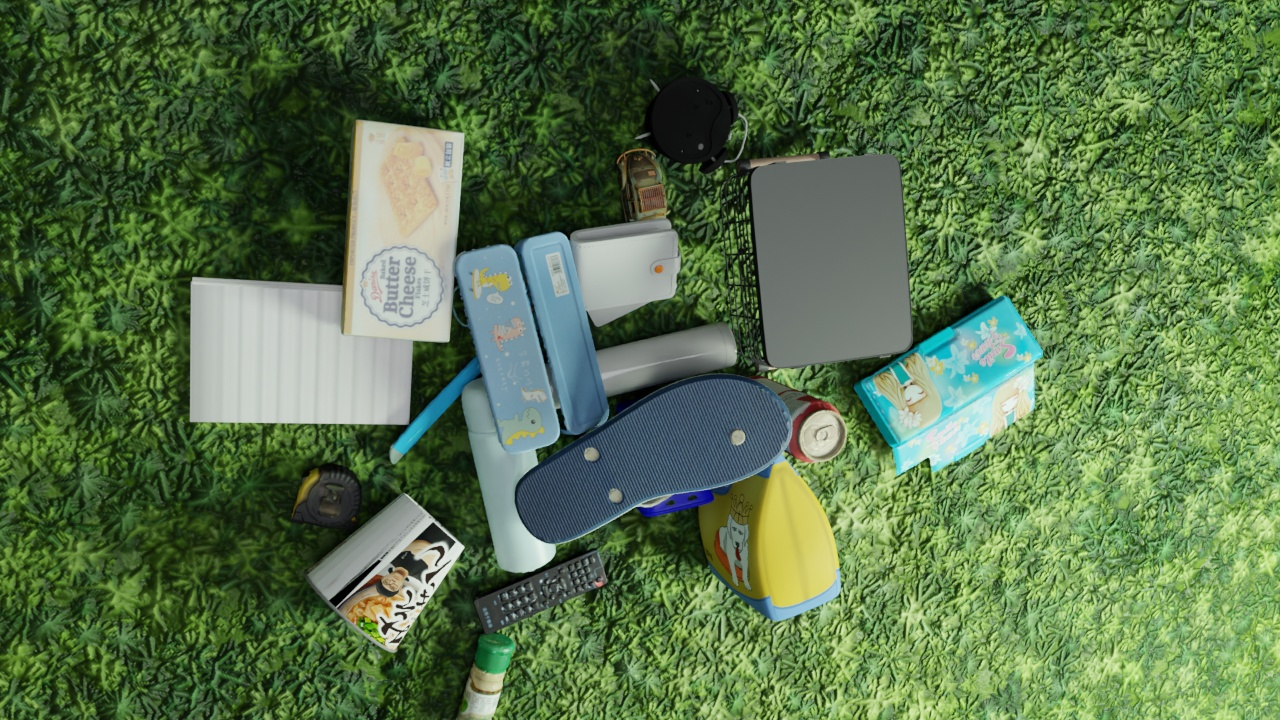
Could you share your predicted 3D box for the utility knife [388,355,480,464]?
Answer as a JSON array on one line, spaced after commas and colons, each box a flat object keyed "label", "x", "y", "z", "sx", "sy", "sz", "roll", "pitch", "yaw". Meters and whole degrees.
[{"label": "utility knife", "x": -0.206, "y": 0.041, "z": 0.970, "sx": 0.015, "sy": 0.031, "sz": 0.174, "roll": 42, "pitch": 83, "yaw": 21}]

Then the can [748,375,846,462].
[{"label": "can", "x": 0.159, "y": 0.063, "z": 1.009, "sx": 0.067, "sy": 0.170, "sz": 0.067, "roll": -4, "pitch": 101, "yaw": -19}]

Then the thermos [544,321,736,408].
[{"label": "thermos", "x": -0.006, "y": 0.006, "z": 1.009, "sx": 0.224, "sy": 0.052, "sz": 0.052, "roll": -14, "pitch": 104, "yaw": -15}]

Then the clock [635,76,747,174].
[{"label": "clock", "x": 0.059, "y": -0.252, "z": 0.987, "sx": 0.120, "sy": 0.042, "sz": 0.091, "roll": 12, "pitch": 96, "yaw": -19}]

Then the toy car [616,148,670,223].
[{"label": "toy car", "x": 0.006, "y": -0.169, "z": 0.983, "sx": 0.047, "sy": 0.047, "sz": 0.112, "roll": -14, "pitch": 107, "yaw": -13}]

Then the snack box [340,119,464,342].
[{"label": "snack box", "x": -0.236, "y": -0.124, "z": 0.902, "sx": 0.104, "sy": 0.057, "sz": 0.208, "roll": 4, "pitch": 94, "yaw": -18}]

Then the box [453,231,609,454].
[{"label": "box", "x": -0.104, "y": -0.018, "z": 0.919, "sx": 0.127, "sy": 0.034, "sz": 0.209, "roll": -18, "pitch": 99, "yaw": -27}]

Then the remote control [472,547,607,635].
[{"label": "remote control", "x": -0.114, "y": 0.259, "z": 1.040, "sx": 0.150, "sy": 0.022, "sz": 0.047, "roll": -19, "pitch": 105, "yaw": -15}]

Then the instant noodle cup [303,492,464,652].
[{"label": "instant noodle cup", "x": -0.254, "y": 0.210, "z": 0.941, "sx": 0.121, "sy": 0.124, "sz": 0.123, "roll": -48, "pitch": 110, "yaw": -14}]

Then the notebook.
[{"label": "notebook", "x": -0.338, "y": -0.007, "z": 0.925, "sx": 0.209, "sy": 0.009, "sz": 0.143, "roll": 2, "pitch": 100, "yaw": -18}]

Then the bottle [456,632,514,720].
[{"label": "bottle", "x": -0.175, "y": 0.362, "z": 1.028, "sx": 0.043, "sy": 0.043, "sz": 0.111, "roll": 14, "pitch": 97, "yaw": -20}]

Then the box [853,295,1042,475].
[{"label": "box", "x": 0.396, "y": 0.046, "z": 1.140, "sx": 0.227, "sy": 0.072, "sz": 0.182, "roll": -30, "pitch": 106, "yaw": -11}]

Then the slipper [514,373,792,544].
[{"label": "slipper", "x": 0.009, "y": 0.097, "z": 0.944, "sx": 0.295, "sy": 0.060, "sz": 0.118, "roll": -25, "pitch": 96, "yaw": 5}]

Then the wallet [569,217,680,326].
[{"label": "wallet", "x": -0.016, "y": -0.090, "z": 0.987, "sx": 0.118, "sy": 0.037, "sz": 0.115, "roll": -10, "pitch": 130, "yaw": -13}]

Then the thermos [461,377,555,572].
[{"label": "thermos", "x": -0.141, "y": 0.119, "z": 0.979, "sx": 0.065, "sy": 0.078, "sz": 0.207, "roll": -26, "pitch": 112, "yaw": -46}]

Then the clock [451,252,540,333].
[{"label": "clock", "x": -0.135, "y": -0.068, "z": 0.954, "sx": 0.124, "sy": 0.053, "sz": 0.090, "roll": -15, "pitch": 103, "yaw": -15}]

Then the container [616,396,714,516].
[{"label": "container", "x": 0.026, "y": 0.101, "z": 1.021, "sx": 0.085, "sy": 0.084, "sz": 0.113, "roll": -12, "pitch": 102, "yaw": -14}]

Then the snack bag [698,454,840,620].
[{"label": "snack bag", "x": 0.131, "y": 0.161, "z": 1.025, "sx": 0.102, "sy": 0.159, "sz": 0.205, "roll": -17, "pitch": 103, "yaw": -18}]

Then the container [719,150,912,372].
[{"label": "container", "x": 0.183, "y": -0.106, "z": 0.991, "sx": 0.162, "sy": 0.130, "sz": 0.241, "roll": -7, "pitch": 97, "yaw": -10}]

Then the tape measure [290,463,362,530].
[{"label": "tape measure", "x": -0.318, "y": 0.140, "z": 0.943, "sx": 0.067, "sy": 0.038, "sz": 0.062, "roll": 16, "pitch": 95, "yaw": -19}]
